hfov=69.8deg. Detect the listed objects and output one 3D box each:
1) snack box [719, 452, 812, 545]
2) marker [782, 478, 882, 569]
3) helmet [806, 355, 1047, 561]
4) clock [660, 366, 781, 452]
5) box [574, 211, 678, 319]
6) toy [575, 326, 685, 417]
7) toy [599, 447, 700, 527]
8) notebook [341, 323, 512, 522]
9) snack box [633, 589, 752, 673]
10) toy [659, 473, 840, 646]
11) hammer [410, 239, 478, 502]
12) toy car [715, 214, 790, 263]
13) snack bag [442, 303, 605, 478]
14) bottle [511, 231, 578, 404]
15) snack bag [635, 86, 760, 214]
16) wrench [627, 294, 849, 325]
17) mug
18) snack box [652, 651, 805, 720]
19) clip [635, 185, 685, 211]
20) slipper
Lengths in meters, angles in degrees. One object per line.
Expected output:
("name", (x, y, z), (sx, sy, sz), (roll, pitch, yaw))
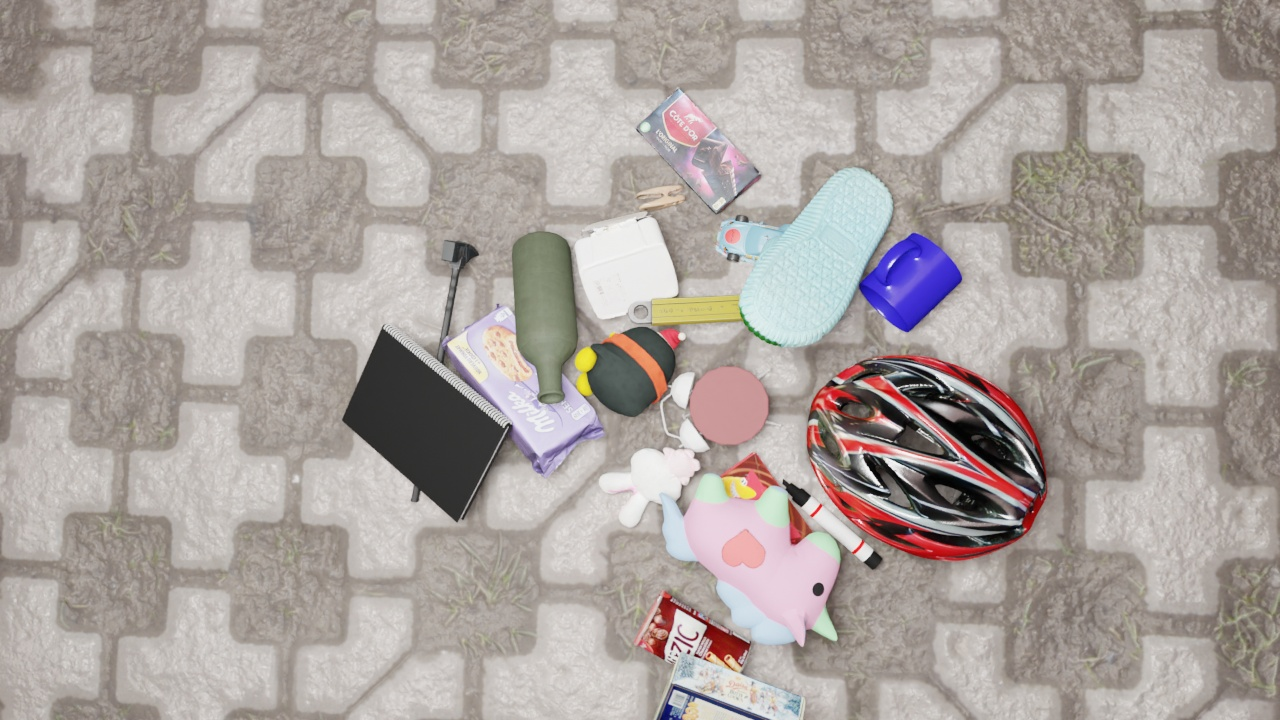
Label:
("snack box", (0.138, 0.187, 1.089), (0.089, 0.021, 0.133), (-36, 84, 3))
("marker", (0.223, 0.190, 1.081), (0.145, 0.019, 0.019), (41, 91, 7))
("helmet", (0.313, 0.102, 1.021), (0.272, 0.167, 0.217), (29, 86, 19))
("clock", (0.093, 0.056, 1.088), (0.138, 0.048, 0.096), (-11, 85, 5))
("box", (-0.024, -0.136, 1.104), (0.110, 0.103, 0.130), (-19, 48, 2))
("toy", (-0.007, 0.006, 1.083), (0.100, 0.098, 0.119), (40, 67, 18))
("toy", (0.015, 0.141, 1.094), (0.126, 0.037, 0.076), (-34, 88, 17))
("notebook", (-0.258, 0.072, 1.093), (0.207, 0.016, 0.149), (37, 113, 18))
("snack box", (0.061, 0.327, 1.063), (0.121, 0.072, 0.072), (29, 89, 6))
("toy", (0.119, 0.223, 1.027), (0.222, 0.120, 0.171), (11, 79, 6))
("hammer", (-0.246, 0.015, 1.124), (0.015, 0.095, 0.325), (12, 96, 6))
("toy car", (0.146, -0.142, 1.106), (0.108, 0.027, 0.060), (12, 88, 6))
("snack bag", (-0.142, 0.035, 1.096), (0.096, 0.059, 0.205), (-36, 82, -28))
("bottle", (-0.110, -0.049, 1.070), (0.071, 0.071, 0.206), (-9, 63, 5))
("snack bag", (0.070, -0.256, 1.127), (0.074, 0.018, 0.155), (-43, 82, 3))
("wrench", (0.121, -0.067, 1.088), (0.273, 0.018, 0.083), (-2, 85, -4))
("mug", (0.304, -0.097, 1.047), (0.083, 0.111, 0.079), (-44, 52, 1))
("snack box", (0.093, 0.402, 1.027), (0.145, 0.145, 0.042), (19, 44, 6))
("clip", (0.024, -0.197, 1.125), (0.062, 0.025, 0.047), (-41, 88, -5))
("slipper", (0.202, -0.115, 1.059), (0.116, 0.070, 0.275), (37, 65, 0))
